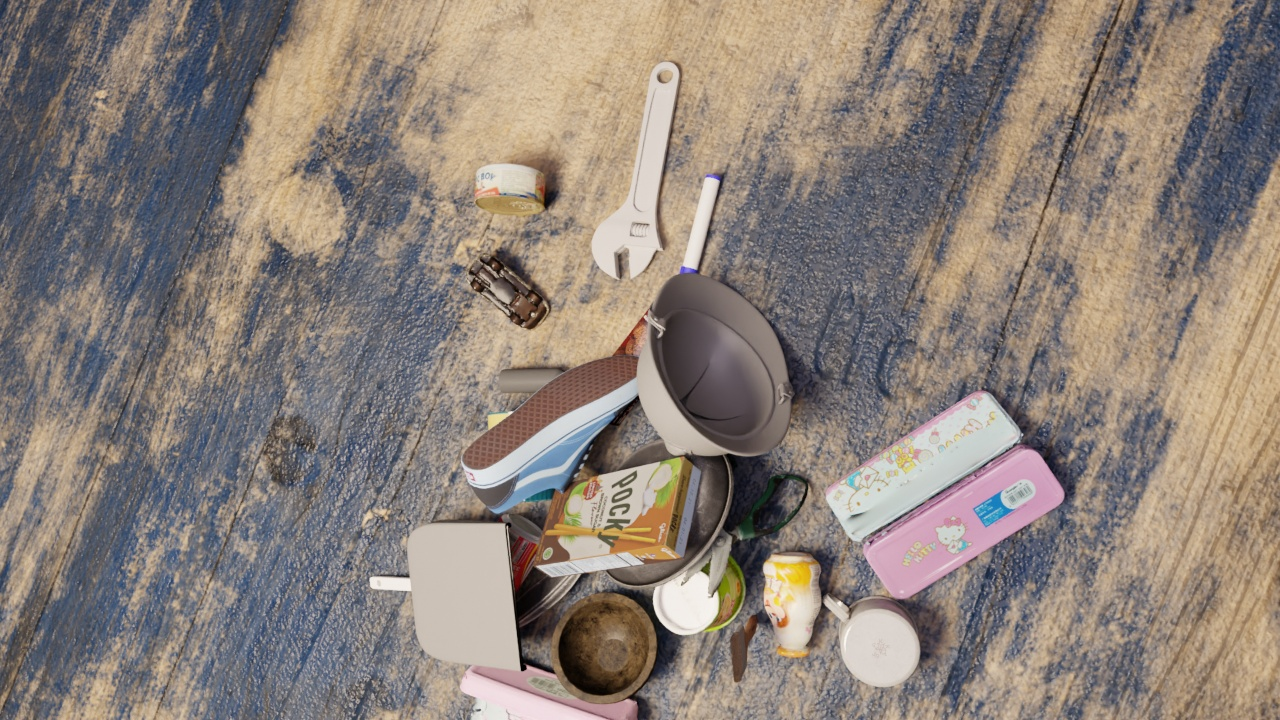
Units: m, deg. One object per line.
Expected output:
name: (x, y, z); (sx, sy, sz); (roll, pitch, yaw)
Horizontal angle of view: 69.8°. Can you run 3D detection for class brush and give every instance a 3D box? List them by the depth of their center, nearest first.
brush: (0.111, 0.293, 0.970); (0.008, 0.143, 0.045); (-5, 91, 15)

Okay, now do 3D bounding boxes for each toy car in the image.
toy car: (-0.165, -0.084, 1.139); (0.113, 0.040, 0.048); (41, 95, -3)

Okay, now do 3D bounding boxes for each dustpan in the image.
dustpan: (-0.237, 0.269, 1.081); (0.258, 0.033, 0.163); (-6, 90, 32)

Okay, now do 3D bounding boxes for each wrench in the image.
wrench: (-0.001, -0.233, 1.121); (0.087, 0.018, 0.273); (8, 85, 17)

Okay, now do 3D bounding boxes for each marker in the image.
marker: (0.069, -0.151, 1.092); (0.020, 0.020, 0.141); (14, 88, 16)

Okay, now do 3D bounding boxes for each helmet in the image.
helmet: (0.060, 0.028, 1.001); (0.183, 0.270, 0.118); (28, 126, -15)

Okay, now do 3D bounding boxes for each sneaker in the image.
sneaker: (-0.085, 0.085, 1.034); (0.240, 0.098, 0.083); (-34, 39, -21)

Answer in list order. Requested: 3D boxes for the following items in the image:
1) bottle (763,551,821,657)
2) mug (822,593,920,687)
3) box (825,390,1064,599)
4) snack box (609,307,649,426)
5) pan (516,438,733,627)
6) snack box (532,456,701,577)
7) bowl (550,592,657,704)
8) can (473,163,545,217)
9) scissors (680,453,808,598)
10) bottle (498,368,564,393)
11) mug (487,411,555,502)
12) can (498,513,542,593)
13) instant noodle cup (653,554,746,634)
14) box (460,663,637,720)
bottle: (0.166, 0.266, 1.002); (0.063, 0.063, 0.108); (-1, 85, 14)
mug: (0.241, 0.289, 0.975); (0.113, 0.070, 0.084); (35, 93, 14)
box: (0.321, 0.143, 0.984); (0.214, 0.049, 0.150); (-35, 73, 9)
snack box: (-0.006, 0.006, 1.089); (0.051, 0.031, 0.141); (39, 95, 15)
pan: (-0.044, 0.209, 1.039); (0.358, 0.055, 0.187); (-36, 35, 18)
snack box: (-0.027, 0.169, 0.977); (0.186, 0.031, 0.100); (-18, 44, 37)
bowl: (-0.036, 0.332, 1.045); (0.121, 0.056, 0.121); (-5, 62, 10)
can: (-0.159, -0.208, 1.124); (0.086, 0.086, 0.043); (0, 83, 15)
scissors: (0.116, 0.180, 0.991); (0.147, 0.015, 0.209); (10, 46, 5)
bottle: (-0.114, 0.024, 1.116); (0.113, 0.030, 0.030); (-1, 84, 15)
mug: (-0.123, 0.112, 1.083); (0.114, 0.083, 0.107); (-4, 83, 10)
can: (-0.162, 0.240, 1.089); (0.064, 0.064, 0.105); (33, 93, 15)
instant noodle cup: (0.060, 0.257, 1.007); (0.099, 0.108, 0.099); (-1, 84, 13)
box: (-0.109, 0.418, 1.052); (0.202, 0.086, 0.103); (13, 100, 15)
